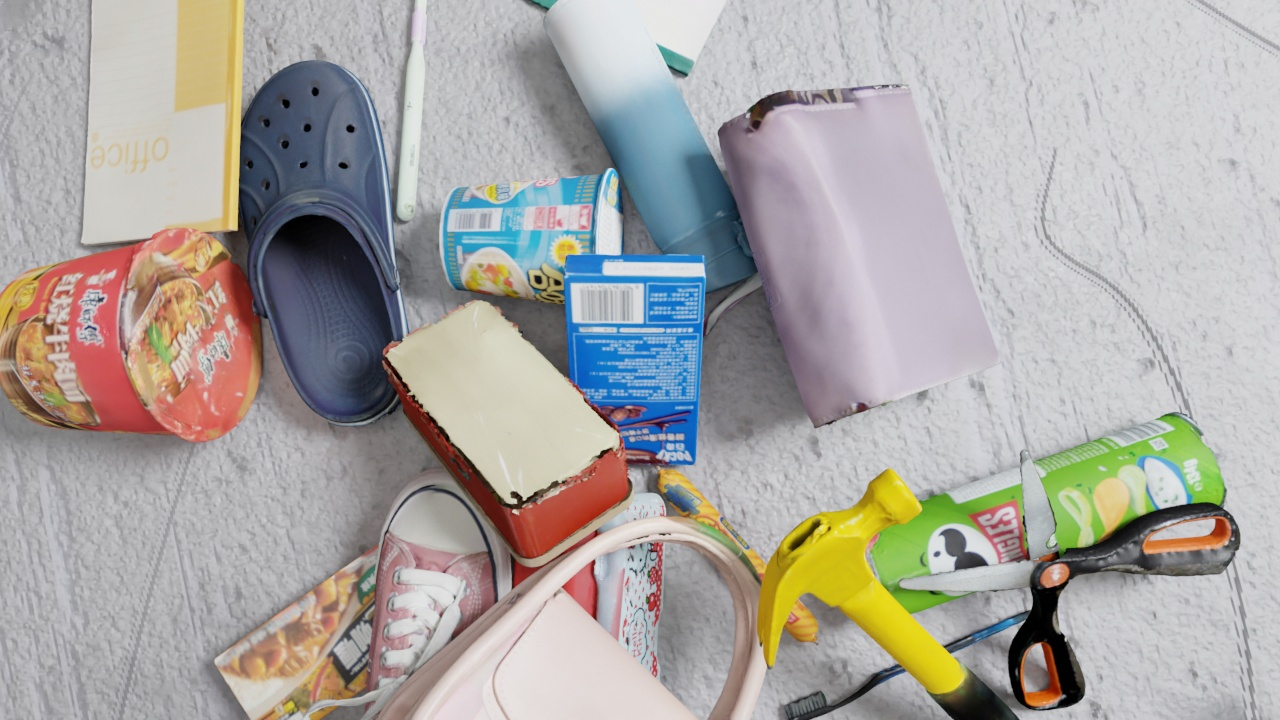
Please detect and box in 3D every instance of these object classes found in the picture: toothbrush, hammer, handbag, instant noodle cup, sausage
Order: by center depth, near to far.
[{"bbox_3d":[-0.016,0.196,0.530,0.193,0.094,0.233,47,67,-12],"label":"handbag"},{"bbox_3d":[0.185,0.194,0.562,0.129,0.032,0.300,-40,113,14],"label":"hammer"},{"bbox_3d":[0.133,-0.067,0.584,0.099,0.144,0.197,-22,84,43],"label":"handbag"},{"bbox_3d":[-0.332,-0.012,0.597,0.109,0.138,0.138,-5,87,9],"label":"instant noodle cup"},{"bbox_3d":[-0.073,-0.080,0.615,0.110,0.099,0.099,3,87,8],"label":"instant noodle cup"},{"bbox_3d":[0.186,0.208,0.632,0.189,0.014,0.016,-24,63,-1],"label":"toothbrush"},{"bbox_3d":[0.066,0.134,0.633,0.021,0.021,0.165,-43,87,-2],"label":"sausage"},{"bbox_3d":[0.049,-0.023,0.645,0.187,0.016,0.017,-41,95,-1],"label":"toothbrush"},{"bbox_3d":[-0.160,-0.194,0.656,0.020,0.029,0.189,3,87,43],"label":"toothbrush"}]

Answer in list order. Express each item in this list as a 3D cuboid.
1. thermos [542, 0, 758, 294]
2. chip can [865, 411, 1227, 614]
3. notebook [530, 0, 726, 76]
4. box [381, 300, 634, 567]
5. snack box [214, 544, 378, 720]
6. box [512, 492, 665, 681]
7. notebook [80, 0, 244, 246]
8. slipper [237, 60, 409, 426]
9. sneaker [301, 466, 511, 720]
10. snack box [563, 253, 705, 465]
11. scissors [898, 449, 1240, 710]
[{"bbox_3d":[0.012,-0.148,0.624,0.070,0.070,0.220,-28,90,-1],"label":"thermos"},{"bbox_3d":[0.255,0.104,0.607,0.236,0.072,0.072,-19,87,-1],"label":"chip can"},{"bbox_3d":[-0.025,-0.316,0.664,0.209,0.012,0.150,26,89,3],"label":"notebook"},{"bbox_3d":[-0.084,0.033,0.566,0.091,0.078,0.168,-31,51,-22],"label":"box"},{"bbox_3d":[-0.206,0.190,0.630,0.153,0.026,0.075,-35,87,-2],"label":"snack box"},{"bbox_3d":[-0.025,0.188,0.615,0.100,0.096,0.201,5,87,-37],"label":"box"},{"bbox_3d":[-0.331,-0.186,0.636,0.146,0.010,0.206,-1,87,23],"label":"notebook"},{"bbox_3d":[-0.219,-0.078,0.614,0.105,0.095,0.253,-10,90,-3],"label":"slipper"},{"bbox_3d":[-0.136,0.188,0.572,0.118,0.088,0.241,8,87,-1],"label":"sneaker"},{"bbox_3d":[-0.004,0.003,0.592,0.084,0.026,0.157,1,128,0],"label":"snack box"},{"bbox_3d":[0.272,0.138,0.573,0.221,0.021,0.233,-18,120,-2],"label":"scissors"}]
